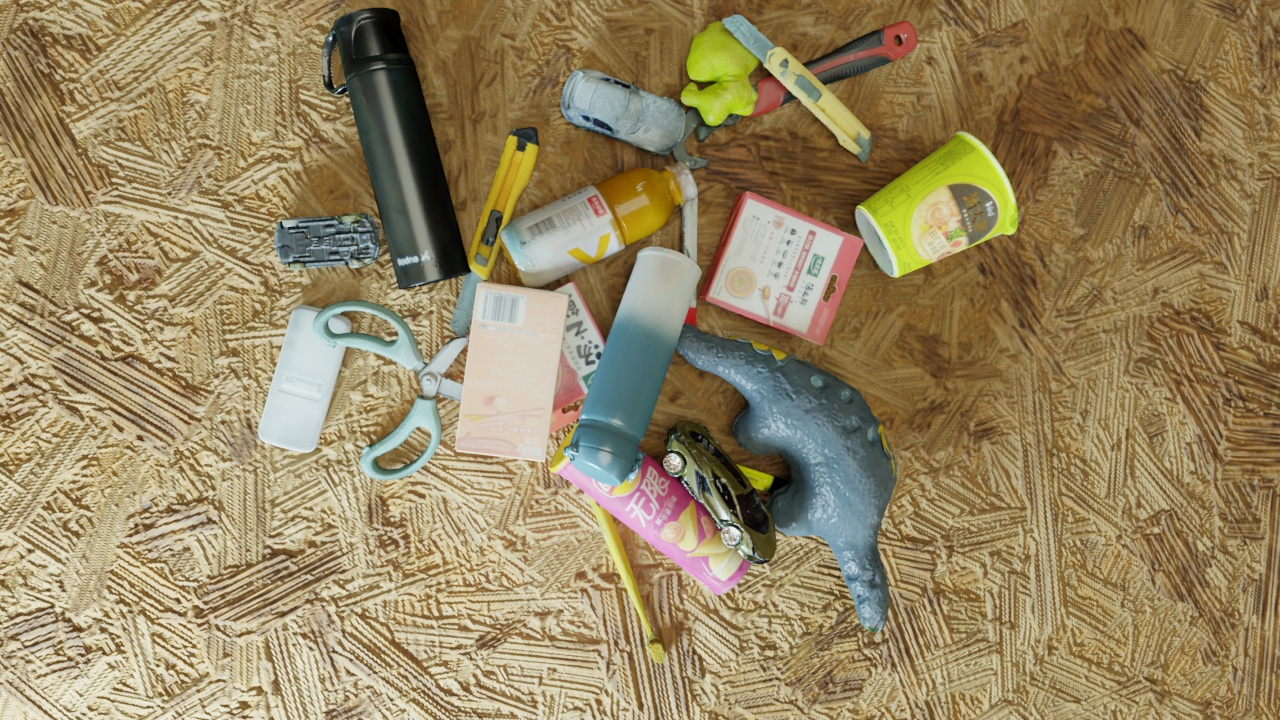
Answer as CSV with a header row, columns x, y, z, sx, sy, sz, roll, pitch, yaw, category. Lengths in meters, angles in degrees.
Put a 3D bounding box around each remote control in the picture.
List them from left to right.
x,y,z,sx,sy,sz,roll,pitch,yaw,category
-0.316,0.017,0.864,0.056,0.020,0.136,16,93,-10,remote control

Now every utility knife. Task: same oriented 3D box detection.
x,y,z,sx,sy,sz,roll,pitch,yaw,category
-0.140,-0.122,0.876,0.033,0.015,0.216,19,93,-6,utility knife
0.156,-0.264,0.886,0.204,0.021,0.031,36,89,-17,utility knife

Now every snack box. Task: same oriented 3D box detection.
x,y,z,sx,sy,sz,roll,pitch,yaw,category
-0.117,0.010,0.841,0.084,0.026,0.157,8,95,-7,snack box
-0.085,0.004,0.881,0.113,0.044,0.127,-28,99,-4,snack box
0.137,-0.089,0.902,0.127,0.044,0.113,21,92,-8,snack box

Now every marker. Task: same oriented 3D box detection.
x,y,z,sx,sy,sz,roll,pitch,yaw,category
0.048,-0.098,0.903,0.017,0.017,0.145,-1,96,-8,marker
0.144,0.130,0.939,0.124,0.015,0.018,19,92,-11,marker

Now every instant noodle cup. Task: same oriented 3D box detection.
x,y,z,sx,sy,sz,roll,pitch,yaw,category
0.280,-0.142,0.890,0.123,0.111,0.111,-29,99,4,instant noodle cup

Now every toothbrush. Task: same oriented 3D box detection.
x,y,z,sx,sy,sz,roll,pitch,yaw,category
-0.012,0.220,0.926,0.015,0.016,0.190,-21,98,-5,toothbrush

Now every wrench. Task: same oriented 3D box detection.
x,y,z,sx,sy,sz,roll,pitch,yaw,category
0.150,-0.267,0.900,0.273,0.016,0.056,-28,102,-4,wrench

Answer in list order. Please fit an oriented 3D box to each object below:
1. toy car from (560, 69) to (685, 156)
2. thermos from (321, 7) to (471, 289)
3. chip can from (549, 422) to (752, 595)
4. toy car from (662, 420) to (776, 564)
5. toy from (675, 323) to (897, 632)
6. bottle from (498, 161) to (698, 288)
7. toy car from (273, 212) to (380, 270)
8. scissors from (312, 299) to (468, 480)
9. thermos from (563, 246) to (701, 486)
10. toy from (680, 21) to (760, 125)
x,y,z,sx,sy,sz,roll,pitch,yaw,category
-0.016,-0.235,0.868,0.120,0.037,0.054,20,92,-4,toy car
-0.227,-0.187,0.840,0.090,0.068,0.242,-12,96,26,thermos
0.014,0.140,0.894,0.210,0.071,0.071,39,89,-10,chip can
0.080,0.125,0.883,0.042,0.070,0.158,-43,78,26,toy car
0.172,0.093,0.897,0.138,0.091,0.356,-31,92,-5,toy
-0.038,-0.132,0.863,0.189,0.068,0.068,-25,98,-5,bottle
-0.286,-0.110,0.841,0.106,0.031,0.049,-1,102,17,toy car
-0.239,0.031,0.859,0.171,0.019,0.170,26,104,-13,scissors
-0.005,0.005,0.841,0.070,0.070,0.220,22,72,-9,thermos
0.078,-0.277,0.873,0.096,0.031,0.100,-20,82,-7,toy
